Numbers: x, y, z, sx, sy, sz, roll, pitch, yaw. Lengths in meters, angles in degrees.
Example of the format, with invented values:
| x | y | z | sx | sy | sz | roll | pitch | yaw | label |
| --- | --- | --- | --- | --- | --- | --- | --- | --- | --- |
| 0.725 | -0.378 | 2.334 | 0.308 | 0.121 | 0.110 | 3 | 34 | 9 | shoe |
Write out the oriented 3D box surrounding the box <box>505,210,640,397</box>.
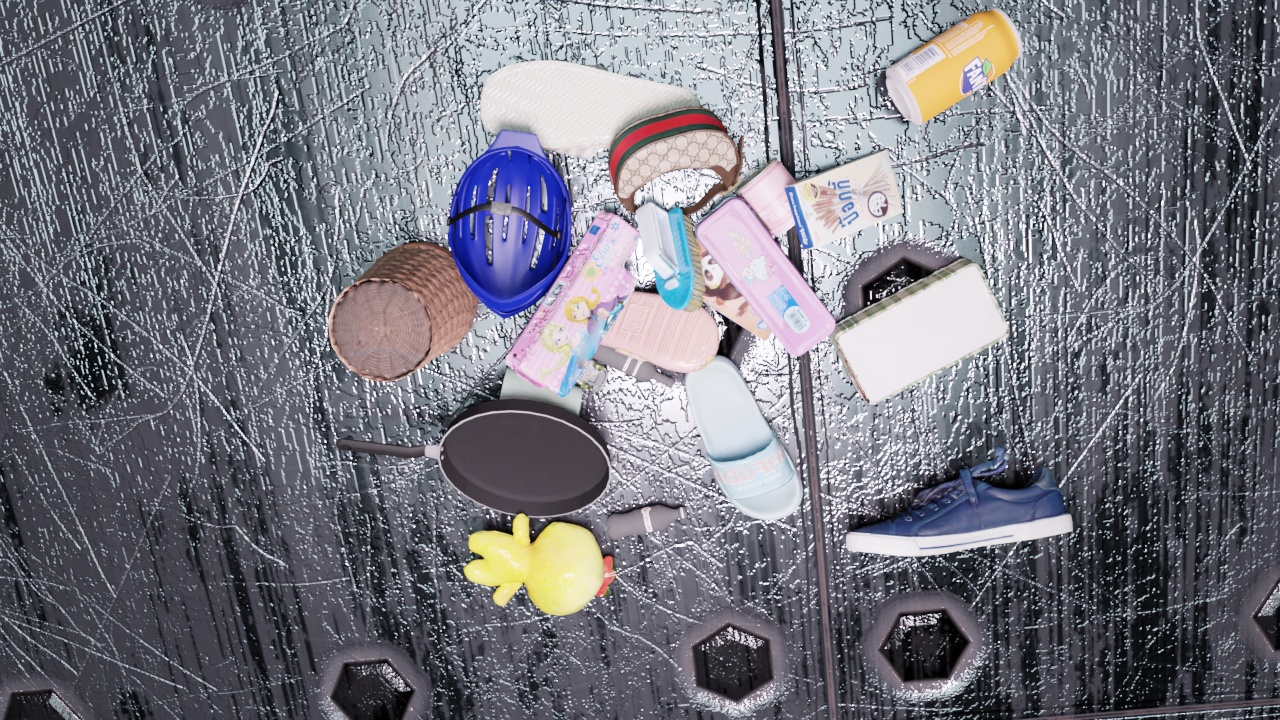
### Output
| x | y | z | sx | sy | sz | roll | pitch | yaw | label |
| --- | --- | --- | --- | --- | --- | --- | --- | --- | --- |
| -0.068 | -0.066 | 1.130 | 0.077 | 0.084 | 0.230 | 28 | 82 | 27 | box |

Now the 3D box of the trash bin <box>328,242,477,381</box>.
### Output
| x | y | z | sx | sy | sz | roll | pitch | yaw | label |
| --- | --- | --- | --- | --- | --- | --- | --- | --- | --- |
| -0.293 | -0.058 | 1.121 | 0.151 | 0.210 | 0.151 | 1 | 103 | 2 | trash bin |

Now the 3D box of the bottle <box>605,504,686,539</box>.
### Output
| x | y | z | sx | sy | sz | roll | pitch | yaw | label |
| --- | --- | --- | --- | --- | --- | --- | --- | --- | --- |
| 0.008 | 0.221 | 1.267 | 0.110 | 0.036 | 0.036 | -13 | 103 | 5 | bottle |

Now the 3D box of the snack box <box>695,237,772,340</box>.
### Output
| x | y | z | sx | sy | sz | roll | pitch | yaw | label |
| --- | --- | --- | --- | --- | --- | --- | --- | --- | --- |
| 0.122 | -0.102 | 1.184 | 0.151 | 0.034 | 0.087 | 32 | 102 | -6 | snack box |

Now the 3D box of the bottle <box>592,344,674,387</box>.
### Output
| x | y | z | sx | sy | sz | roll | pitch | yaw | label |
| --- | --- | --- | --- | --- | --- | --- | --- | --- | --- |
| -0.007 | 0.007 | 1.218 | 0.113 | 0.030 | 0.030 | 26 | 103 | -4 | bottle |

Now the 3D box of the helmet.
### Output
| x | y | z | sx | sy | sz | roll | pitch | yaw | label |
| --- | --- | --- | --- | --- | --- | --- | --- | --- | --- |
| -0.157 | -0.145 | 1.085 | 0.148 | 0.227 | 0.242 | 7 | 110 | -4 | helmet |

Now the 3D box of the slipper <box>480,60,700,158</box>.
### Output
| x | y | z | sx | sy | sz | roll | pitch | yaw | label |
| --- | --- | --- | --- | --- | --- | --- | --- | --- | --- |
| -0.060 | -0.306 | 1.131 | 0.272 | 0.054 | 0.114 | 2 | 106 | -8 | slipper |

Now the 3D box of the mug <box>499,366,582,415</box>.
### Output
| x | y | z | sx | sy | sz | roll | pitch | yaw | label |
| --- | --- | --- | --- | --- | --- | --- | --- | --- | --- |
| -0.135 | 0.069 | 1.220 | 0.104 | 0.084 | 0.111 | 11 | 132 | -5 | mug |

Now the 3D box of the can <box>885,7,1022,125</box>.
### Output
| x | y | z | sx | sy | sz | roll | pitch | yaw | label |
| --- | --- | --- | --- | --- | --- | --- | --- | --- | --- |
| 0.370 | -0.349 | 1.090 | 0.142 | 0.079 | 0.079 | -31 | 101 | 9 | can |

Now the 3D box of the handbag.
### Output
| x | y | z | sx | sy | sz | roll | pitch | yaw | label |
| --- | --- | --- | --- | --- | --- | --- | --- | --- | --- |
| 0.046 | -0.235 | 1.125 | 0.166 | 0.063 | 0.138 | -16 | 142 | -3 | handbag |

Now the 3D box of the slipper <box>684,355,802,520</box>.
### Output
| x | y | z | sx | sy | sz | roll | pitch | yaw | label |
| --- | --- | --- | --- | --- | --- | --- | --- | --- | --- |
| 0.131 | 0.109 | 1.216 | 0.104 | 0.074 | 0.245 | -25 | 100 | 9 | slipper |

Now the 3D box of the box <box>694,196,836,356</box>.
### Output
| x | y | z | sx | sy | sz | roll | pitch | yaw | label |
| --- | --- | --- | --- | --- | --- | --- | --- | --- | --- |
| 0.156 | -0.104 | 1.145 | 0.076 | 0.036 | 0.214 | -38 | 100 | 11 | box |

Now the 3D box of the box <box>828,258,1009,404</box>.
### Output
| x | y | z | sx | sy | sz | roll | pitch | yaw | label |
| --- | --- | --- | --- | --- | --- | --- | --- | --- | --- |
| 0.358 | -0.036 | 1.185 | 0.206 | 0.050 | 0.117 | -30 | 104 | 9 | box |

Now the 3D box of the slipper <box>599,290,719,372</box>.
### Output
| x | y | z | sx | sy | sz | roll | pitch | yaw | label |
| --- | --- | --- | --- | --- | --- | --- | --- | --- | --- |
| 0.013 | -0.038 | 1.185 | 0.197 | 0.081 | 0.093 | 19 | 76 | 21 | slipper |

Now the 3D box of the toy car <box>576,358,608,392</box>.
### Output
| x | y | z | sx | sy | sz | roll | pitch | yaw | label |
| --- | --- | --- | --- | --- | --- | --- | --- | --- | --- |
| -0.085 | 0.007 | 1.222 | 0.090 | 0.027 | 0.039 | 29 | 101 | -7 | toy car |

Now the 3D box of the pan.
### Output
| x | y | z | sx | sy | sz | roll | pitch | yaw | label |
| --- | --- | --- | --- | --- | --- | --- | --- | --- | --- |
| -0.215 | 0.121 | 1.197 | 0.356 | 0.034 | 0.226 | 8 | 136 | -3 | pan |

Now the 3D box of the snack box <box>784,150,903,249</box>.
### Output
| x | y | z | sx | sy | sz | roll | pitch | yaw | label |
| --- | --- | --- | --- | --- | --- | --- | --- | --- | --- |
| 0.251 | -0.197 | 1.123 | 0.149 | 0.026 | 0.082 | -23 | 103 | -24 | snack box |

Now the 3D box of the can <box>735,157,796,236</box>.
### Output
| x | y | z | sx | sy | sz | roll | pitch | yaw | label |
| --- | --- | --- | --- | --- | --- | --- | --- | --- | --- |
| 0.166 | -0.202 | 1.141 | 0.067 | 0.067 | 0.076 | -40 | 99 | 10 | can |

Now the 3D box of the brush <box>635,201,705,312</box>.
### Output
| x | y | z | sx | sy | sz | roll | pitch | yaw | label |
| --- | --- | --- | --- | --- | --- | --- | --- | --- | --- |
| 0.035 | -0.124 | 1.125 | 0.056 | 0.075 | 0.135 | -27 | 60 | 32 | brush |

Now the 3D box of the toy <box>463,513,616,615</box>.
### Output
| x | y | z | sx | sy | sz | roll | pitch | yaw | label |
| --- | --- | --- | --- | --- | --- | --- | --- | --- | --- |
| -0.136 | 0.285 | 1.261 | 0.207 | 0.092 | 0.134 | 12 | 101 | 2 | toy |

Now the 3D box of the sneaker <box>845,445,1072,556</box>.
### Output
| x | y | z | sx | sy | sz | roll | pitch | yaw | label |
| --- | --- | --- | --- | --- | --- | --- | --- | --- | --- |
| 0.415 | 0.190 | 1.223 | 0.294 | 0.121 | 0.127 | -11 | 81 | 2 | sneaker |
